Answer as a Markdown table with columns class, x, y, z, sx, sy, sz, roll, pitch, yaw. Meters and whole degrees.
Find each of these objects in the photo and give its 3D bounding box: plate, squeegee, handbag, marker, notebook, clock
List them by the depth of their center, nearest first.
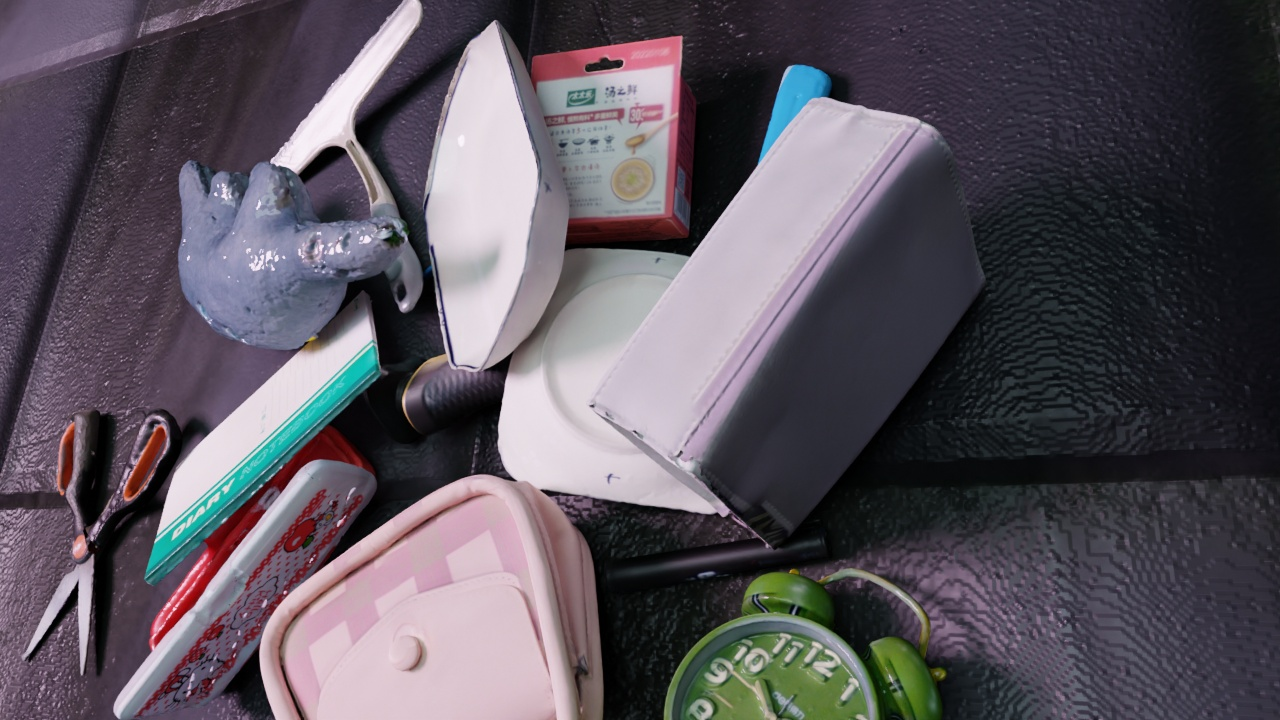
| class | x | y | z | sx | sy | sz | roll | pitch | yaw |
| --- | --- | --- | --- | --- | --- | --- | --- | --- | --- |
| clock | 0.077 | 0.169 | 0.448 | 0.116 | 0.056 | 0.161 | 29 | 63 | 36 |
| handbag | 0.083 | -0.014 | 0.476 | 0.197 | 0.145 | 0.098 | -52 | 44 | -7 |
| handbag | -0.102 | 0.195 | 0.490 | 0.193 | 0.093 | 0.234 | -34 | 47 | 11 |
| marker | 0.042 | 0.113 | 0.522 | 0.132 | 0.020 | 0.022 | -14 | 73 | 19 |
| plate | -0.003 | 0.003 | 0.555 | 0.164 | 0.034 | 0.163 | 6 | 72 | 10 |
| plate | -0.097 | -0.110 | 0.607 | 0.162 | 0.034 | 0.265 | -59 | 35 | 34 |
| notebook | -0.266 | 0.048 | 0.656 | 0.209 | 0.012 | 0.150 | -42 | 30 | 3 |
| squeegee | -0.207 | -0.123 | 0.720 | 0.247 | 0.039 | 0.246 | -42 | 56 | 18 |

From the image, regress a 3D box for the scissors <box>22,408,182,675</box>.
| class | x | y | z | sx | sy | sz | roll | pitch | yaw |
| --- | --- | --- | --- | --- | --- | --- | --- | --- | --- |
| scissors | -0.437 | 0.127 | 0.734 | 0.231 | 0.021 | 0.221 | -42 | 57 | 12 |

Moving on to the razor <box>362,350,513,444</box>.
| class | x | y | z | sx | sy | sz | roll | pitch | yaw |
| --- | --- | --- | --- | --- | --- | --- | --- | --- | --- |
| razor | -0.103 | 0.007 | 0.619 | 0.168 | 0.062 | 0.067 | -18 | 32 | 12 |

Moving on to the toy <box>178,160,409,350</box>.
| class | x | y | z | sx | sy | sz | roll | pitch | yaw |
| --- | --- | --- | --- | --- | --- | --- | --- | --- | --- |
| toy | -0.284 | -0.078 | 0.694 | 0.357 | 0.091 | 0.138 | 16 | 97 | 43 |

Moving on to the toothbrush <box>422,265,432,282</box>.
| class | x | y | z | sx | sy | sz | roll | pitch | yaw |
| --- | --- | --- | --- | --- | --- | --- | --- | --- | --- |
| toothbrush | -0.103 | -0.106 | 0.681 | 0.189 | 0.014 | 0.016 | -37 | 75 | 7 |

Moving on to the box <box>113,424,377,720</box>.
| class | x | y | z | sx | sy | sz | roll | pitch | yaw |
| --- | --- | --- | --- | --- | --- | --- | --- | --- | --- |
| box | -0.270 | 0.133 | 0.614 | 0.112 | 0.099 | 0.201 | 36 | 87 | 31 |

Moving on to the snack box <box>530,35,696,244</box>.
| class | x | y | z | sx | sy | sz | roll | pitch | yaw |
| --- | --- | --- | --- | --- | --- | --- | --- | --- | --- |
| snack box | -0.022 | -0.147 | 0.628 | 0.113 | 0.044 | 0.127 | 0 | 78 | 21 |

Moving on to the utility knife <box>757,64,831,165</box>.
| class | x | y | z | sx | sy | sz | roll | pitch | yaw |
| --- | --- | --- | --- | --- | --- | --- | --- | --- | --- |
| utility knife | 0.082 | -0.104 | 0.572 | 0.034 | 0.018 | 0.208 | 9 | 64 | 23 |
